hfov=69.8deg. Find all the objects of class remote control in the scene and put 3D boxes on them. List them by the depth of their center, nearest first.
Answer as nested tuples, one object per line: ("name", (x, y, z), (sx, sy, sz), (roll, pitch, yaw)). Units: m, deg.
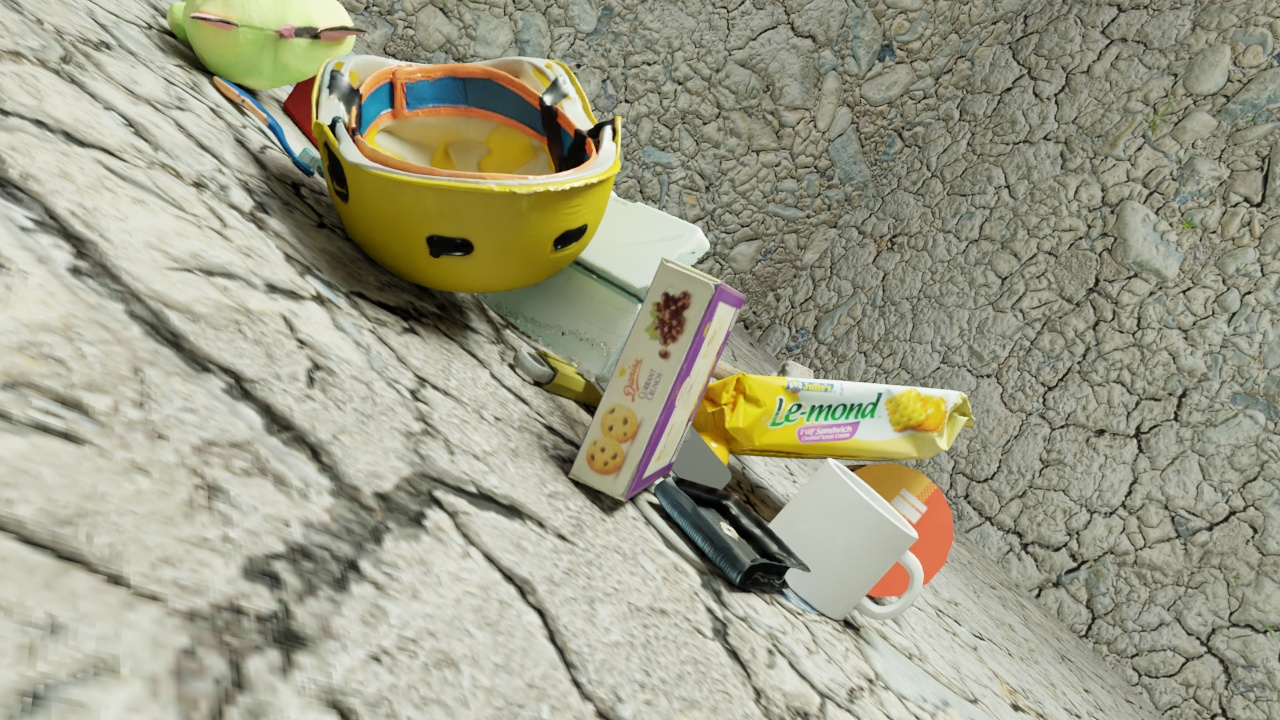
("remote control", (0.013, 0.048, 0.721), (0.146, 0.008, 0.045), (49, 48, 2))

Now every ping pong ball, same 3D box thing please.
("ping pong ball", (0.056, 0.081, 0.787), (0.040, 0.040, 0.040), (39, 8, -7))

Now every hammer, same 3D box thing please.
("hammer", (0.029, -0.014, 0.975), (0.318, 0.048, 0.122), (25, -21, -13))

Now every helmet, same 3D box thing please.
("helmet", (-0.121, -0.116, 0.655), (0.208, 0.140, 0.240), (-7, 40, -22))

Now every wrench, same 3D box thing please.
("wrench", (-0.027, 0.027, 0.780), (0.083, 0.018, 0.273), (44, 9, 30))

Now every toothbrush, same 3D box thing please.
("toothbrush", (-0.303, -0.194, 0.741), (0.135, 0.017, 0.021), (43, 7, 17))

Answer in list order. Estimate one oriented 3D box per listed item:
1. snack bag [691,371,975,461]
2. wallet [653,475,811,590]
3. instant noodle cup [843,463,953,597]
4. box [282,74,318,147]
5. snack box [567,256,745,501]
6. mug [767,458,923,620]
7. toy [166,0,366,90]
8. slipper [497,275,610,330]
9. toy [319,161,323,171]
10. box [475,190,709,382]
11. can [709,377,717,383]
("snack bag", (0.162, 0.058, 0.859), (0.247, 0.068, 0.160), (4, -7, -12))
("wallet", (0.064, 0.123, 0.644), (0.089, 0.026, 0.115), (44, 9, 32))
("instant noodle cup", (0.227, 0.156, 0.909), (0.123, 0.123, 0.121), (40, 1, -1))
("box", (-0.252, -0.222, 0.904), (0.129, 0.093, 0.157), (43, 12, 32))
("snack box", (0.017, 0.012, 0.604), (0.040, 0.143, 0.148), (24, 5, 11))
("mug", (0.166, 0.151, 0.725), (0.121, 0.090, 0.091), (42, 9, 14))
("toy", (-0.335, -0.293, 0.813), (0.150, 0.107, 0.196), (-6, 38, -25))
("slipper", (-0.045, -0.064, 0.877), (0.244, 0.074, 0.104), (-16, 55, -47))
("toy", (-0.231, -0.153, 0.805), (0.105, 0.033, 0.085), (34, 24, -26))
("box", (-0.048, -0.074, 0.709), (0.197, 0.134, 0.041), (33, -10, 48))
("can", (0.066, 0.020, 1.114), (0.054, 0.054, 0.135), (40, 9, 3))
